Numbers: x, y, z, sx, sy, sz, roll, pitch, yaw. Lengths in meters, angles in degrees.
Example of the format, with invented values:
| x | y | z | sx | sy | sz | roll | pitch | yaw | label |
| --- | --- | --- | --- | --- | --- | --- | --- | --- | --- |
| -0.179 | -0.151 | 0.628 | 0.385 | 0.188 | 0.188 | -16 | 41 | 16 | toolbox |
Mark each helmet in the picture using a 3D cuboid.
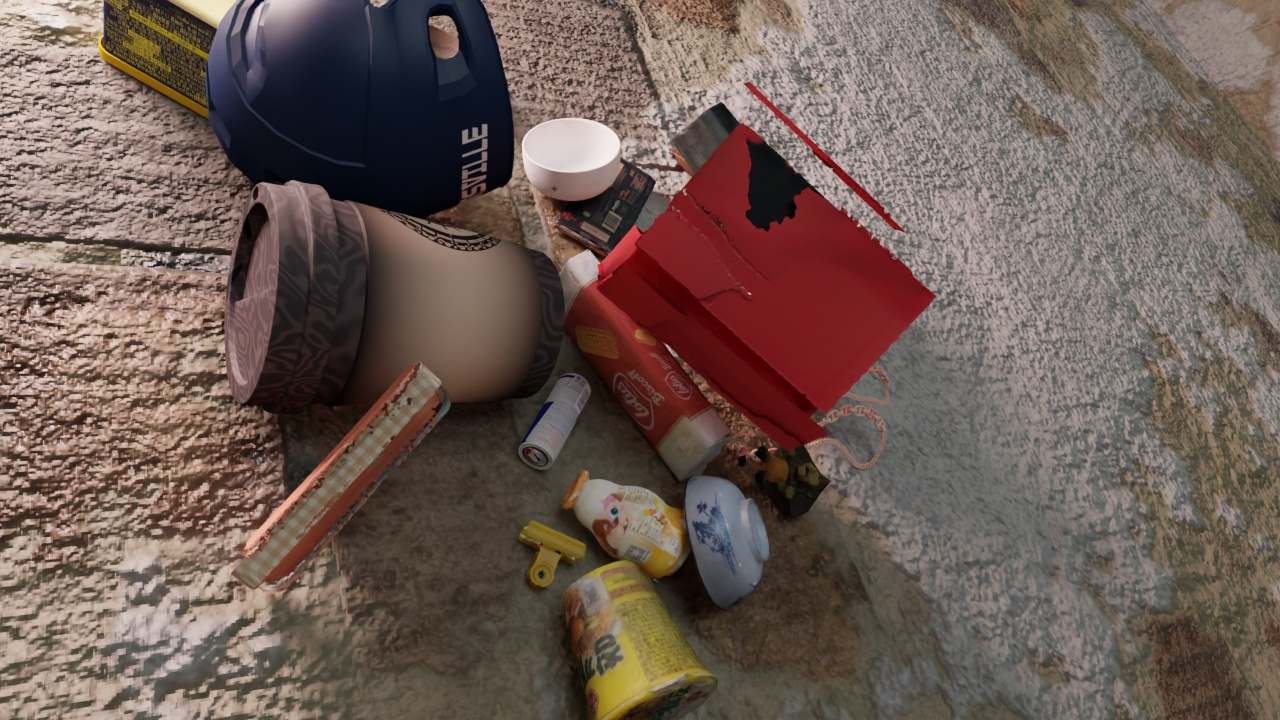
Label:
| x | y | z | sx | sy | sz | roll | pitch | yaw | label |
| --- | --- | --- | --- | --- | --- | --- | --- | --- | --- |
| -0.252 | -0.239 | 0.776 | 0.222 | 0.233 | 0.272 | -17 | 83 | -19 | helmet |

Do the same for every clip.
| x | y | z | sx | sy | sz | roll | pitch | yaw | label |
| --- | --- | --- | --- | --- | --- | --- | --- | --- | --- |
| -0.073 | 0.155 | 0.729 | 0.054 | 0.045 | 0.048 | 28 | 22 | -11 | clip |

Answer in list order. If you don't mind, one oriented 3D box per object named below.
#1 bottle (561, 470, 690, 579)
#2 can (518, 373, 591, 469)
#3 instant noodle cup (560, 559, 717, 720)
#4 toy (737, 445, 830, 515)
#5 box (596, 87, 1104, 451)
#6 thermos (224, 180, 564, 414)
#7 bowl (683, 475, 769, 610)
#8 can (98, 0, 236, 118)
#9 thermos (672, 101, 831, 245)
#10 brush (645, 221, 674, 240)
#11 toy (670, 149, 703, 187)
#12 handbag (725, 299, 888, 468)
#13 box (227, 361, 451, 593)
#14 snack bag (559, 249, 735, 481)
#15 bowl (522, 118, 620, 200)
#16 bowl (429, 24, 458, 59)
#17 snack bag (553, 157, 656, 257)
| x | y | z | sx | sy | sz | roll | pitch | yaw | label |
| --- | --- | --- | --- | --- | --- | --- | --- | --- | --- |
| -0.011 | 0.132 | 0.757 | 0.109 | 0.063 | 0.063 | 33 | 46 | -7 | bottle |
| -0.074 | 0.051 | 0.804 | 0.032 | 0.032 | 0.095 | 32 | 46 | -5 | can |
| -0.009 | 0.213 | 0.681 | 0.102 | 0.102 | 0.108 | -4 | 49 | -33 | instant noodle cup |
| 0.132 | 0.105 | 0.859 | 0.100 | 0.063 | 0.076 | 23 | 63 | -38 | toy |
| 0.097 | -0.034 | 0.669 | 0.211 | 0.410 | 0.107 | 41 | 75 | -11 | box |
| -0.189 | -0.039 | 0.722 | 0.225 | 0.173 | 0.172 | 5 | 54 | -35 | thermos |
| 0.078 | 0.147 | 0.767 | 0.114 | 0.045 | 0.114 | -17 | 90 | -73 | bowl |
| -0.409 | -0.300 | 0.828 | 0.135 | 0.105 | 0.075 | 29 | 46 | -7 | can |
| 0.130 | -0.182 | 1.036 | 0.221 | 0.098 | 0.097 | 53 | 46 | -4 | thermos |
| 0.046 | -0.150 | 1.031 | 0.030 | 0.041 | 0.171 | 56 | 44 | -6 | brush |
| 0.091 | -0.239 | 1.126 | 0.103 | 0.071 | 0.090 | 32 | 28 | 27 | toy |
| 0.148 | 0.015 | 0.964 | 0.198 | 0.117 | 0.187 | -2 | 99 | -26 | handbag |
| -0.201 | 0.082 | 0.628 | 0.054 | 0.079 | 0.187 | 34 | 76 | 24 | box |
| -0.005 | 0.005 | 0.850 | 0.041 | 0.078 | 0.225 | -25 | 71 | -35 | snack bag |
| -0.073 | -0.209 | 0.978 | 0.105 | 0.054 | 0.104 | 1 | 47 | -1 | bowl |
| -0.235 | -0.315 | 0.992 | 0.119 | 0.032 | 0.119 | 16 | 50 | -20 | bowl |
| -0.036 | -0.174 | 1.010 | 0.074 | 0.018 | 0.154 | 30 | 46 | -6 | snack bag |
